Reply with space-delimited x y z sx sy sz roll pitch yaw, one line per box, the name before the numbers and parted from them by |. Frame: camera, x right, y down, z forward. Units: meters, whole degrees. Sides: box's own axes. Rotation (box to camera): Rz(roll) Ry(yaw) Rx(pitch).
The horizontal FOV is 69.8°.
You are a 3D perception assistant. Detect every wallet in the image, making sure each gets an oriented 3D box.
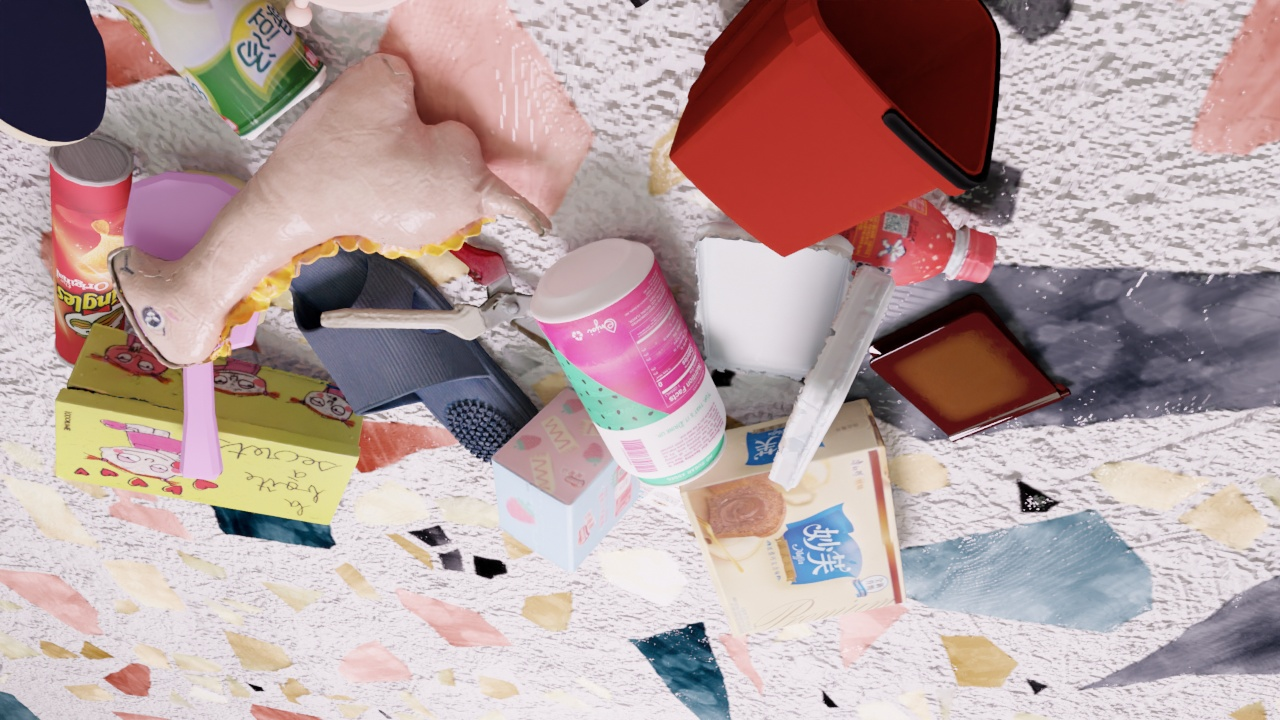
wallet | 0.229 0.009 0.643 0.092 0.018 0.115 -30 124 35

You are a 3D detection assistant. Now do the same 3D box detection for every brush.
brush | -0.315 -0.023 0.662 0.089 0.043 0.229 6 111 -7

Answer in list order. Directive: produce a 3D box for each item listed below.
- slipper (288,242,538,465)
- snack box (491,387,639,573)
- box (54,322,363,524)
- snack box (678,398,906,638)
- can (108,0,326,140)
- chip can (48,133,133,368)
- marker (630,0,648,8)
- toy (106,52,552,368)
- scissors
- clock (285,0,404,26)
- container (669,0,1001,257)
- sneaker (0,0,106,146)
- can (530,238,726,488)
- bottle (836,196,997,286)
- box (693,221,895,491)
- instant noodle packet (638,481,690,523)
slipper | -0.172 0.014 0.703 0.101 0.082 0.263 -24 125 30
snack box | -0.057 0.094 0.728 0.079 0.094 0.093 27 140 22
box | -0.349 0.060 0.760 0.220 0.082 0.125 19 137 -22
snack box | 0.125 0.134 0.739 0.153 0.055 0.207 -14 130 8
can | -0.245 -0.193 0.524 0.067 0.067 0.121 -19 126 30
chip can | -0.417 -0.074 0.697 0.052 0.051 0.215 25 135 -11
marker | -0.040 -0.241 0.458 0.019 0.019 0.145 -24 124 33
toy | -0.209 -0.068 0.592 0.196 0.065 0.265 43 105 -12
scissors | -0.132 -0.049 0.645 0.179 0.015 0.196 -29 108 -3
clock | -0.150 -0.237 0.445 0.161 0.086 0.131 -10 131 21
container | 0.115 -0.152 0.417 0.127 0.147 0.201 37 141 -20
sneaker | -0.373 -0.206 0.478 0.119 0.091 0.233 -15 96 31
can | -0.004 0.004 0.630 0.088 0.088 0.166 -12 123 25
bottle | 0.140 -0.075 0.547 0.137 0.061 0.062 14 136 2
box | 0.088 0.013 0.570 0.130 0.105 0.211 10 159 12
instant noodle packet | 0.045 0.108 0.778 0.134 0.026 0.087 27 134 -12
